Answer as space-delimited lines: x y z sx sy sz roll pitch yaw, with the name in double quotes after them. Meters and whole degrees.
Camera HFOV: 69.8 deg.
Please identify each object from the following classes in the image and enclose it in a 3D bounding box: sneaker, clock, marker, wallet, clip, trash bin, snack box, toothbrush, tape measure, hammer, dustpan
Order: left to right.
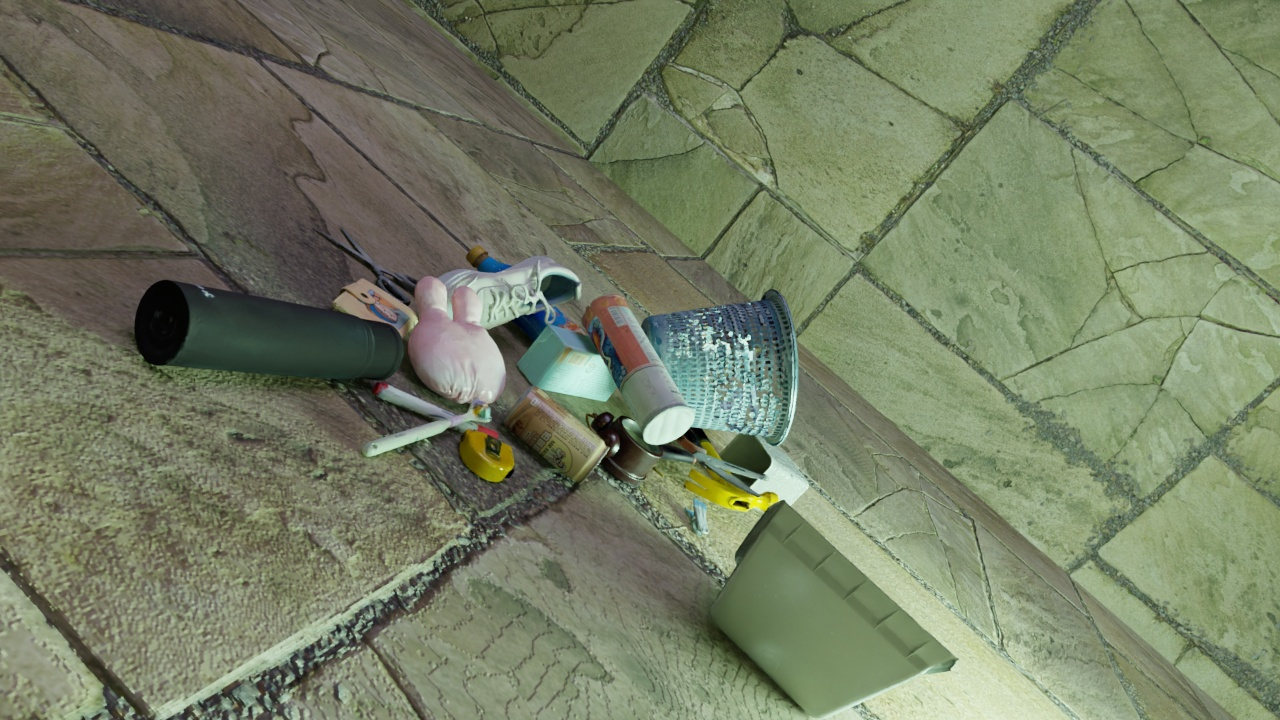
-0.302 -0.054 1.041 0.087 0.024 0.115 42 16 -12 "wallet"
-0.206 0.066 0.896 0.029 0.020 0.189 56 25 7 "toothbrush"
-0.211 0.056 0.951 0.145 0.017 0.017 29 19 -34 "marker"
-0.156 0.096 0.942 0.060 0.029 0.057 31 18 -28 "tape measure"
-0.170 -0.075 1.172 0.091 0.090 0.241 25 30 30 "sneaker"
-0.086 0.006 1.273 0.051 0.074 0.174 49 18 29 "snack box"
-0.025 0.108 1.161 0.122 0.055 0.082 36 16 -24 "clock"
0.075 0.206 1.190 0.027 0.043 0.058 36 23 -22 "clip"
0.093 0.131 1.378 0.128 0.033 0.300 13 21 -24 "hammer"
0.099 0.012 1.314 0.195 0.227 0.226 -1 25 -8 "trash bin"
0.194 0.261 0.992 0.222 0.259 0.142 42 39 10 "dustpan"

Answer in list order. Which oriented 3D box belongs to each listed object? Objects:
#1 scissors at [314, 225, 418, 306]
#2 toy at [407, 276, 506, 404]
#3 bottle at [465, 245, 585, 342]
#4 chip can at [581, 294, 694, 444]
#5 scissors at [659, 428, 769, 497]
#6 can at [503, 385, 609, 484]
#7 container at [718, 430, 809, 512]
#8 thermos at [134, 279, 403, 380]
-0.332 -0.118 1.167 0.159 0.014 0.180 24 21 -45 "scissors"
-0.209 -0.021 1.042 0.121 0.054 0.159 16 50 -42 "toy"
-0.171 -0.084 1.336 0.218 0.065 0.065 44 16 11 "bottle"
-0.007 0.007 1.201 0.071 0.071 0.214 22 30 -47 "chip can"
0.073 0.130 1.286 0.188 0.015 0.227 5 24 -36 "scissors"
-0.097 0.085 1.053 0.116 0.059 0.058 39 15 0 "can"
0.187 0.177 1.408 0.114 0.090 0.090 31 18 -39 "container"
-0.327 -0.020 0.825 0.090 0.068 0.242 10 -1 27 "thermos"
